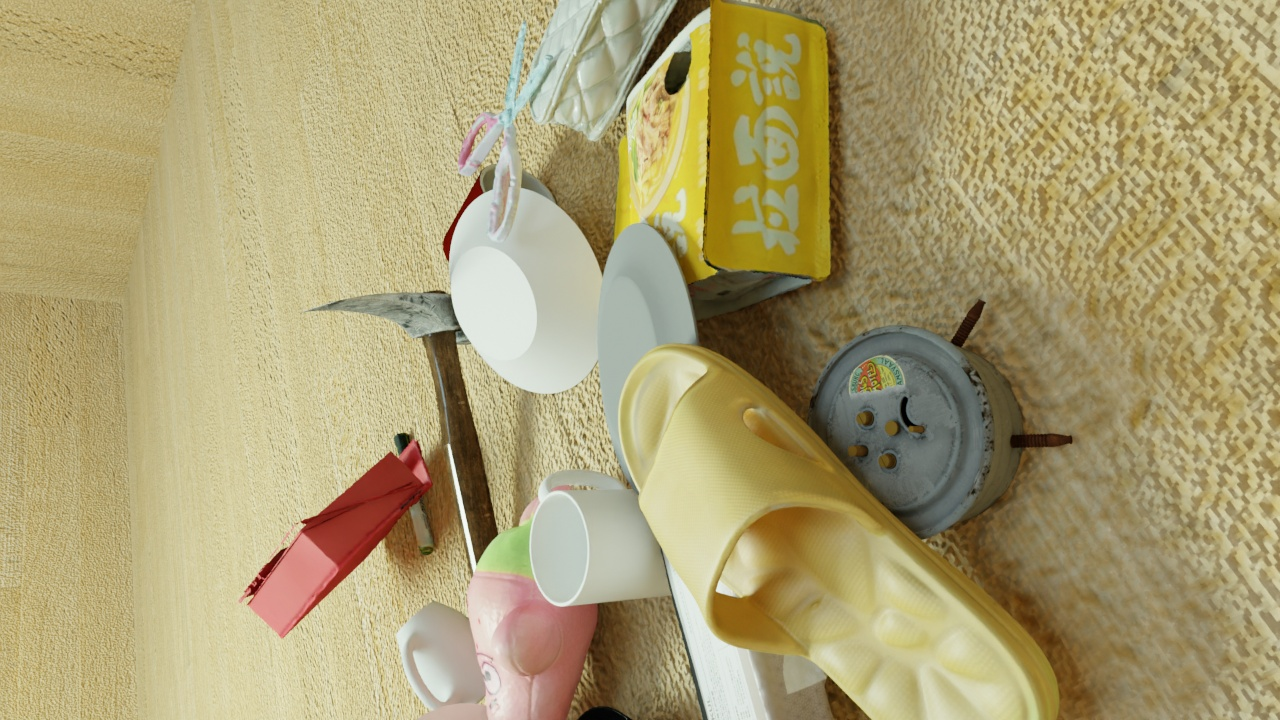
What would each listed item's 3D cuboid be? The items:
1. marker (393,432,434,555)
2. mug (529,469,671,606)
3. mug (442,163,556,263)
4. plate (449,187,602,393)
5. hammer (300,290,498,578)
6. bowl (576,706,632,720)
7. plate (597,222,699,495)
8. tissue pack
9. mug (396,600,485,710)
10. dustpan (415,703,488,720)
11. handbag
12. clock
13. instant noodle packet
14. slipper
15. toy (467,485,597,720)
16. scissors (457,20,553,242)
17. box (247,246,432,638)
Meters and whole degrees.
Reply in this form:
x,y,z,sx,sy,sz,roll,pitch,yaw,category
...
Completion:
x,y,z,sx,sy,sz,roll,pitch,yaw,category
-0.243,0.141,0.984,0.017,0.017,0.146,-51,49,38,marker
-0.026,0.114,0.630,0.110,0.090,0.074,51,125,43,mug
-0.117,-0.104,0.797,0.083,0.073,0.105,-49,58,39,mug
-0.107,-0.050,0.742,0.174,0.036,0.174,15,116,33,plate
-0.170,0.087,0.773,0.037,0.217,0.300,-14,87,22,hammer
0.002,0.289,0.604,0.124,0.052,0.124,-9,79,53,bowl
-0.003,0.003,0.580,0.179,0.012,0.178,175,90,-70,plate
0.065,0.140,0.538,0.104,0.071,0.181,124,140,-55,tissue pack
-0.167,0.254,0.769,0.089,0.107,0.071,46,98,9,mug
-0.122,0.375,0.638,0.053,0.191,0.257,-53,30,36,dustpan
-0.016,-0.264,0.672,0.195,0.072,0.138,-56,28,33,handbag
0.126,0.044,0.462,0.148,0.056,0.103,-47,54,38,clock
0.026,-0.110,0.612,0.222,0.084,0.163,161,111,-63,instant noodle packet
0.067,0.094,0.434,0.263,0.078,0.100,40,124,29,slipper
-0.082,0.211,0.682,0.192,0.096,0.236,121,151,-71,toy
-0.104,-0.166,0.701,0.171,0.013,0.175,-32,55,51,scissors
-0.346,0.087,0.981,0.214,0.147,0.374,-43,57,43,box
